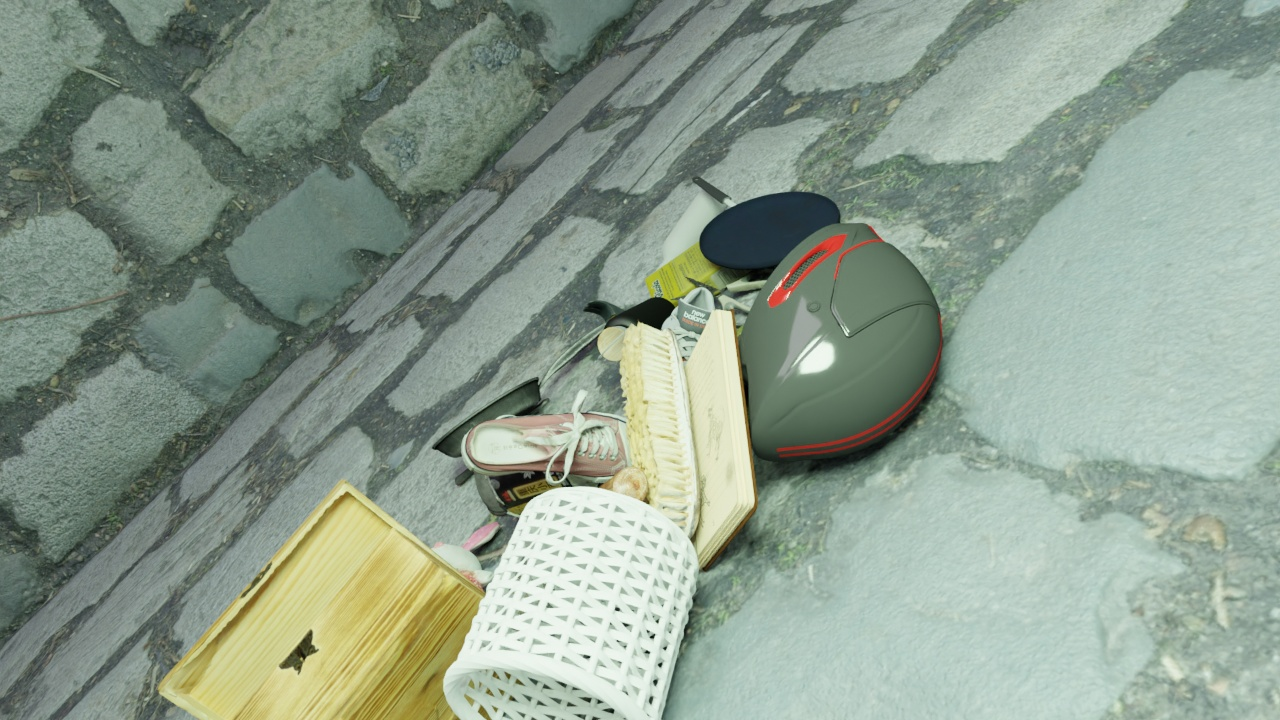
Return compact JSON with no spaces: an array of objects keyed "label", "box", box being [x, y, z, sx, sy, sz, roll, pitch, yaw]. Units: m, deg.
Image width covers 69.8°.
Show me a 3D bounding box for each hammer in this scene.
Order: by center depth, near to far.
[{"label":"hammer","box":[-0.062,0.179,0.982,0.157,0.037,0.302,-60,6,-32]},{"label":"hammer","box":[-0.007,0.007,1.247,0.025,0.117,0.332,-53,28,18]}]

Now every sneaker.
[{"label":"sneaker","box":[-0.084,0.094,1.072,0.088,0.240,0.118,-41,53,57]},{"label":"sneaker","box":[0.049,-0.012,1.128,0.239,0.089,0.124,-73,3,-59]}]

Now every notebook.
[{"label":"notebook","box":[0.069,0.082,0.935,0.168,0.024,0.225,114,158,-52]}]

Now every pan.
[{"label":"pan","box":[0.153,-0.217,1.354,0.198,0.021,0.356,-25,34,-9]},{"label":"pan","box":[-0.165,0.042,1.408,0.355,0.055,0.188,-33,-4,-28]}]

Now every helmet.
[{"label":"helmet","box":[0.199,-0.006,0.895,0.264,0.164,0.170,-46,54,-11]}]

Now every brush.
[{"label":"brush","box":[0.019,0.070,0.969,0.083,0.056,0.270,115,157,-46]}]

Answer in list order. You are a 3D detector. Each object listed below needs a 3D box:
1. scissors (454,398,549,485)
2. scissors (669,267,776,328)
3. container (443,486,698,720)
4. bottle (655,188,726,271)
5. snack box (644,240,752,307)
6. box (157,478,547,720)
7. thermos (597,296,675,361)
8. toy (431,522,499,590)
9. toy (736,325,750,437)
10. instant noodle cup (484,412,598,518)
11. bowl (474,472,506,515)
[{"label":"scissors","box":[-0.229,0.127,1.458,0.194,0.015,0.180,-52,28,-21]},{"label":"scissors","box":[0.122,-0.091,1.264,0.157,0.012,0.168,-23,41,4]},{"label":"container","box":[-0.055,0.245,0.836,0.190,0.189,0.186,-22,31,35]},{"label":"bottle","box":[0.074,-0.198,1.491,0.053,0.052,0.194,-6,44,51]},{"label":"snack box","box":[0.096,-0.134,1.373,0.181,0.045,0.121,-35,29,10]},{"label":"box","box":[-0.294,0.317,0.955,0.264,0.269,0.278,25,70,36]},{"label":"thermos","box":[-0.007,-0.039,1.220,0.061,0.061,0.230,-32,1,20]},{"label":"toy","box":[-0.240,0.278,1.167,0.159,0.084,0.194,-17,22,-13]},{"label":"toy","box":[0.123,0.022,1.053,0.180,0.078,0.152,-50,11,48]},{"label":"instant noodle cup","box":[-0.120,0.126,1.181,0.112,0.137,0.137,-15,36,28]},{"label":"bowl","box":[-0.186,0.143,1.312,0.145,0.067,0.144,-33,27,19]}]
